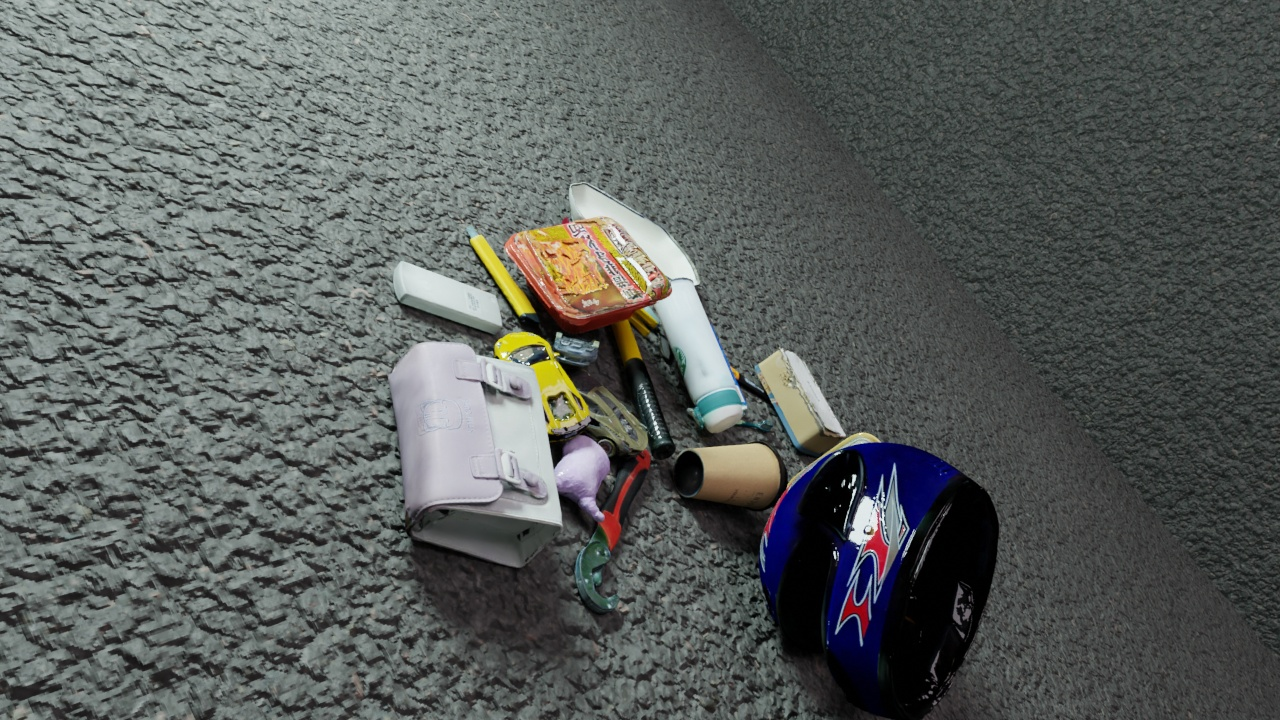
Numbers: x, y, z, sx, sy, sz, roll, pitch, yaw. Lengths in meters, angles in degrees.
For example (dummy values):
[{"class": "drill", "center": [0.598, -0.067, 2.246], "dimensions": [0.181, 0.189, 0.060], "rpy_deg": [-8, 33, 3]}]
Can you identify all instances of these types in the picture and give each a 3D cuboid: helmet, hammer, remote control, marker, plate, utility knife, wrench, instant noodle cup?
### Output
[{"class": "helmet", "center": [0.257, 0.244, 1.076], "dimensions": [0.314, 0.241, 0.247], "rpy_deg": [-53, 127, -30]}, {"class": "hammer", "center": [-0.007, 0.007, 1.229], "dimensions": [0.128, 0.033, 0.300], "rpy_deg": [21, 35, -36]}, {"class": "remote control", "center": [-0.224, -0.072, 1.070], "dimensions": [0.135, 0.019, 0.056], "rpy_deg": [19, 39, -39]}, {"class": "marker", "center": [0.160, 0.031, 1.442], "dimensions": [0.123, 0.015, 0.018], "rpy_deg": [32, 38, -28]}, {"class": "plate", "center": [-0.014, -0.188, 1.461], "dimensions": [0.265, 0.034, 0.161], "rpy_deg": [25, 32, -36]}, {"class": "utility knife", "center": [-0.181, -0.110, 1.178], "dimensions": [0.173, 0.015, 0.033], "rpy_deg": [55, 25, 18]}, {"class": "wrench", "center": [-0.025, 0.174, 1.024], "dimensions": [0.056, 0.016, 0.272], "rpy_deg": [39, 30, -12]}, {"class": "instant noodle cup", "center": [-0.073, -0.107, 1.207], "dimensions": [0.188, 0.079, 0.164], "rpy_deg": [-17, 58, -37]}]

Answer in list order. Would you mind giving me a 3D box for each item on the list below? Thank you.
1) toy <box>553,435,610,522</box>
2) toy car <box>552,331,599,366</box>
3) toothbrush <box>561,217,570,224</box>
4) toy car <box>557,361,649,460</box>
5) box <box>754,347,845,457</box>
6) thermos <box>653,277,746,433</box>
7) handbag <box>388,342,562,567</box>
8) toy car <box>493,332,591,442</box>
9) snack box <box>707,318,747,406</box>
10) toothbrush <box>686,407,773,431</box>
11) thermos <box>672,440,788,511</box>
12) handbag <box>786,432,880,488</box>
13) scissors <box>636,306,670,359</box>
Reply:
[{"class": "toy", "center": [-0.063, 0.124, 1.015], "dimensions": [0.084, 0.039, 0.107], "rpy_deg": [39, 27, -11]}, {"class": "toy car", "center": [-0.081, -0.014, 1.130], "dimensions": [0.054, 0.037, 0.120], "rpy_deg": [13, 5, -5]}, {"class": "toothbrush", "center": [-0.108, -0.153, 1.326], "dimensions": [0.017, 0.016, 0.187], "rpy_deg": [41, 28, -30]}, {"class": "toy car", "center": [-0.056, 0.057, 1.104], "dimensions": [0.158, 0.042, 0.070], "rpy_deg": [42, 28, 4]}, {"class": "box", "center": [0.256, 0.071, 1.462], "dimensions": [0.089, 0.062, 0.184], "rpy_deg": [23, 38, -48]}, {"class": "thermos", "center": [0.079, -0.006, 1.291], "dimensions": [0.073, 0.073, 0.224], "rpy_deg": [7, 54, -48]}, {"class": "handbag", "center": [-0.161, 0.084, 0.888], "dimensions": [0.144, 0.099, 0.196], "rpy_deg": [16, 40, -33]}, {"class": "toy car", "center": [-0.115, 0.026, 1.044], "dimensions": [0.071, 0.041, 0.155], "rpy_deg": [-18, 62, -29]}, {"class": "snack box", "center": [0.099, 0.003, 1.367], "dimensions": [0.084, 0.026, 0.157], "rpy_deg": [10, 52, -50]}, {"class": "toothbrush", "center": [0.134, 0.085, 1.338], "dimensions": [0.191, 0.018, 0.016], "rpy_deg": [14, 42, -43]}, {"class": "thermos", "center": [0.115, 0.147, 1.173], "dimensions": [0.143, 0.093, 0.093], "rpy_deg": [7, 47, -38]}, {"class": "handbag", "center": [0.303, 0.208, 1.255], "dimensions": [0.179, 0.164, 0.063], "rpy_deg": [44, 31, -4]}, {"class": "scissors", "center": [0.016, -0.069, 1.378], "dimensions": [0.169, 0.019, 0.177], "rpy_deg": [32, 35, -26]}]
